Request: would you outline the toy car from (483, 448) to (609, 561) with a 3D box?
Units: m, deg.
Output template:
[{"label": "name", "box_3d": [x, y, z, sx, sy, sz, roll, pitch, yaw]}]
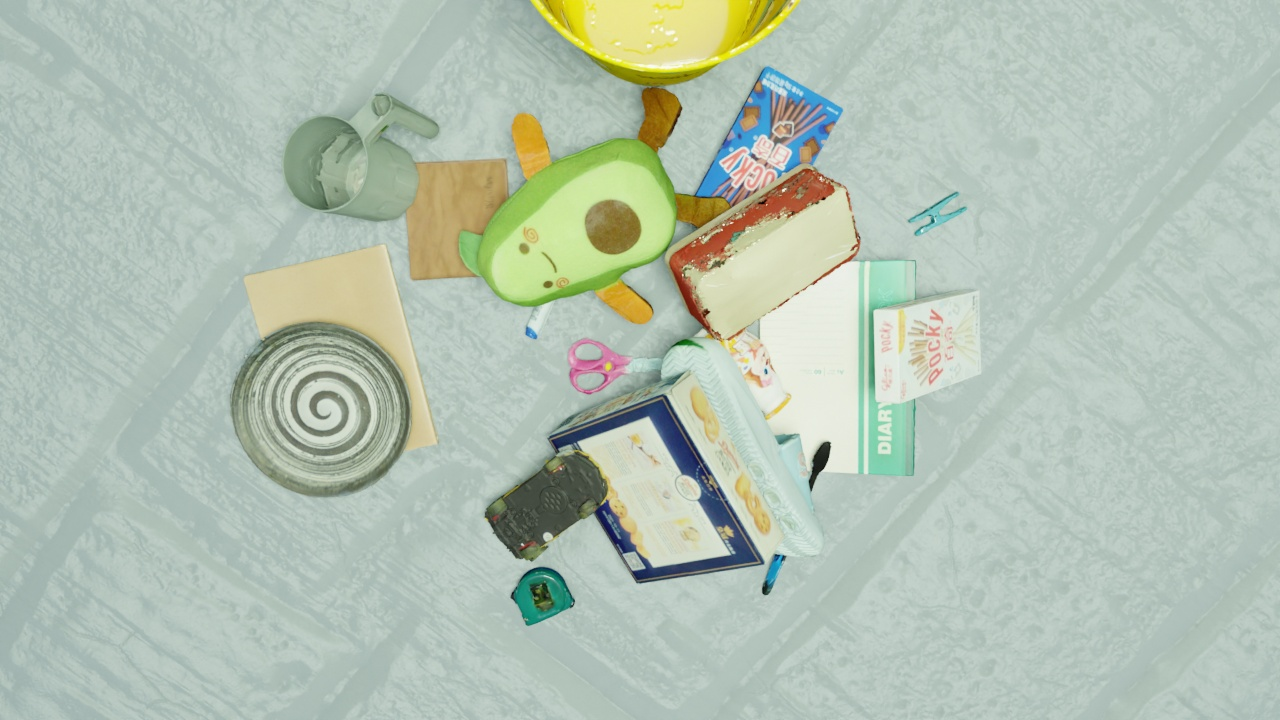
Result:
[{"label": "toy car", "box_3d": [-0.090, 0.141, 0.903, 0.156, 0.041, 0.071, -39, 90, 29]}]

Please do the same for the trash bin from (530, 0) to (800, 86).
[{"label": "trash bin", "box_3d": [0.017, -0.331, 0.738, 0.229, 0.255, 0.230, 0, 99, 0]}]

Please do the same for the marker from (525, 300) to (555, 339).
[{"label": "marker", "box_3d": [-0.079, -0.089, 0.900, 0.017, 0.017, 0.146, 24, 99, -4]}]

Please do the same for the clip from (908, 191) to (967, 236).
[{"label": "clip", "box_3d": [0.289, -0.141, 0.891, 0.056, 0.014, 0.043, -31, 97, 6]}]

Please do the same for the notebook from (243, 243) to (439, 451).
[{"label": "notebook", "box_3d": [-0.298, 0.000, 0.920, 0.148, 0.008, 0.208, -12, 99, 2]}]

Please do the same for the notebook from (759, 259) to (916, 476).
[{"label": "notebook", "box_3d": [0.191, 0.008, 0.895, 0.150, 0.012, 0.209, 1, 99, 19]}]

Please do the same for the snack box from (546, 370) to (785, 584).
[{"label": "snack box", "box_3d": [0.020, 0.118, 0.866, 0.183, 0.045, 0.178, -22, 101, 45]}]

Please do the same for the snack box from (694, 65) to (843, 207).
[{"label": "snack box", "box_3d": [0.117, -0.190, 0.877, 0.084, 0.026, 0.157, 28, 98, -5]}]

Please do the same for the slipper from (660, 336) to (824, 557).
[{"label": "slipper", "box_3d": [0.099, 0.081, 0.866, 0.104, 0.074, 0.245, -12, 111, 45]}]

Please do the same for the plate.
[{"label": "plate", "box_3d": [-0.315, 0.048, 0.912, 0.179, 0.024, 0.179, 0, 101, -1]}]

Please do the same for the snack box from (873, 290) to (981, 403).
[{"label": "snack box", "box_3d": [0.270, -0.016, 0.856, 0.156, 0.027, 0.085, -13, 103, -43]}]

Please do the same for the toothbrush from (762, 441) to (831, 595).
[{"label": "toothbrush", "box_3d": [0.156, 0.161, 0.925, 0.014, 0.016, 0.190, 21, 114, 11]}]

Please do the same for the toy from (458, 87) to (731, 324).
[{"label": "toy", "box_3d": [-0.044, -0.129, 0.839, 0.247, 0.090, 0.227, -31, 109, 1]}]

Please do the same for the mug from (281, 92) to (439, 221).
[{"label": "mug", "box_3d": [-0.245, -0.183, 0.831, 0.124, 0.103, 0.083, -40, 83, 11]}]

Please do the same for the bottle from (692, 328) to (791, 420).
[{"label": "bottle", "box_3d": [0.098, 0.007, 0.888, 0.063, 0.063, 0.108, -42, 91, 6]}]

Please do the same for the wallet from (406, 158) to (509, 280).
[{"label": "wallet", "box_3d": [-0.177, -0.137, 0.892, 0.101, 0.020, 0.115, -3, 97, 0]}]

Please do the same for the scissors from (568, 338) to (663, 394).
[{"label": "scissors", "box_3d": [-0.005, 0.006, 0.917, 0.133, 0.017, 0.057, -1, 94, -3]}]

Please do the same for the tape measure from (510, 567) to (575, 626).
[{"label": "tape measure", "box_3d": [-0.103, 0.243, 0.951, 0.058, 0.025, 0.054, -25, 99, 3]}]

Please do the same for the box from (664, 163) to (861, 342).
[{"label": "box", "box_3d": [0.116, -0.096, 0.832, 0.168, 0.076, 0.091, -34, 131, -7]}]
